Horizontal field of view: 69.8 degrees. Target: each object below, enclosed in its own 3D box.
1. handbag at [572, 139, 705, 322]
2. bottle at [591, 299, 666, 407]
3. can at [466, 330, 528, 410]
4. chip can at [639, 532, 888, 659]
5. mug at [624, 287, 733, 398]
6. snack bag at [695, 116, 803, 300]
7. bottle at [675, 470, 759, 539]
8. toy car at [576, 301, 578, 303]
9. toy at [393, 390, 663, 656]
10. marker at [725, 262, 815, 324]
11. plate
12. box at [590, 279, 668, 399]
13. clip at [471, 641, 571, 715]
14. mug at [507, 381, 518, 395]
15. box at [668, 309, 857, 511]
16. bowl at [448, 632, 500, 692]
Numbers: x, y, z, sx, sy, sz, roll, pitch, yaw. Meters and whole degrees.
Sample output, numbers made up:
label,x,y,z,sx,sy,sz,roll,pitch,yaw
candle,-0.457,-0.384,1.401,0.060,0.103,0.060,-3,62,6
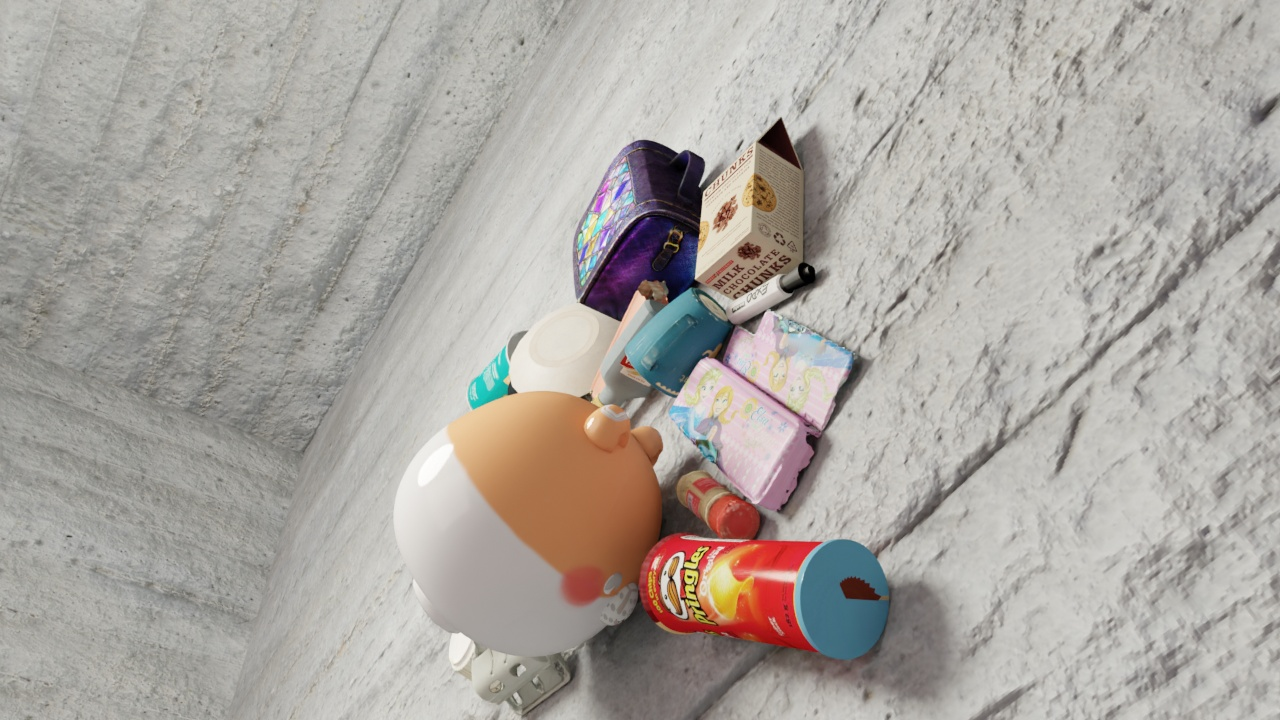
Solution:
label,x,y,z,sx,sy,sz,roll,pitch,yaw
handbag,0.012,-0.174,1.186,0.223,0.125,0.204,-54,25,29
bottle,-0.007,0.006,1.109,0.161,0.072,0.046,-54,27,23
can,-0.200,0.031,1.459,0.144,0.099,0.099,-41,32,42
chip can,0.088,0.180,0.720,0.214,0.087,0.087,-17,51,59
mug,0.042,-0.022,1.004,0.104,0.084,0.112,-47,-11,18
snack bag,0.124,-0.176,1.022,0.095,0.070,0.205,-39,33,45
bottle,0.070,0.135,0.855,0.044,0.044,0.109,-64,22,1
toy car,-0.089,-0.056,1.400,0.049,0.030,0.106,-51,29,31
toy,-0.100,0.159,0.932,0.281,0.262,0.265,-44,68,3
marker,0.134,-0.069,0.948,0.126,0.025,0.025,-30,40,53
plate,-0.101,-0.022,1.264,0.189,0.027,0.188,-15,44,15
box,-0.017,-0.019,1.145,0.058,0.053,0.187,-66,0,-61
clip,-0.155,0.326,1.039,0.125,0.147,0.081,-45,-11,33
mug,-0.129,0.051,1.328,0.095,0.085,0.121,-38,62,45
box,0.113,0.032,0.889,0.159,0.035,0.230,-60,24,5
bowl,-0.200,0.358,1.174,0.116,0.062,0.115,-47,29,36
